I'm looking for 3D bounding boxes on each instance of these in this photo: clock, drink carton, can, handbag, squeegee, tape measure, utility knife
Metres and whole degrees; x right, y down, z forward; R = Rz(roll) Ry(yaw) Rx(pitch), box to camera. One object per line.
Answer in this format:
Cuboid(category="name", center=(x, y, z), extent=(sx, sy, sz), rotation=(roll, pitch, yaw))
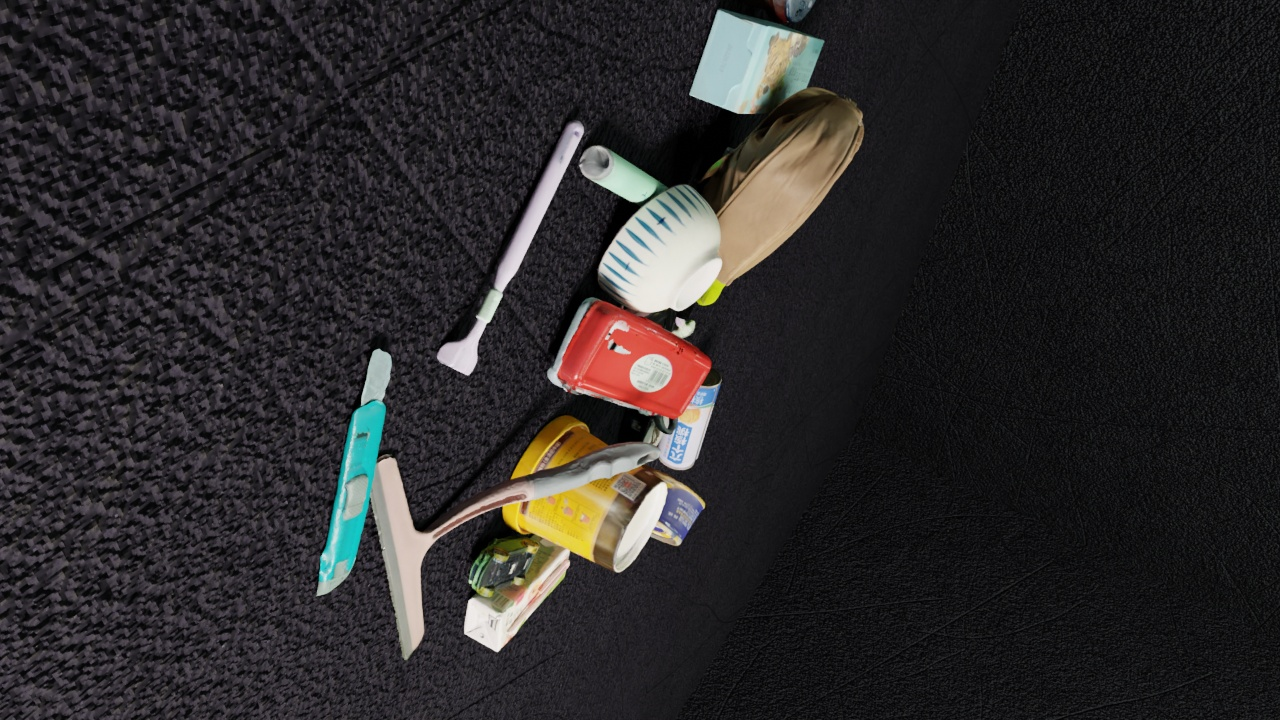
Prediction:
Cuboid(category="clock", center=(0.125, -0.333, 0.782), extent=(0.121, 0.055, 0.082), rotation=(-22, 134, -64))
Cuboid(category="drink carton", center=(-0.116, 0.221, 0.895), extent=(0.122, 0.045, 0.054), rotation=(-40, 149, -51))
Cuboid(category="can", center=(-0.003, 0.139, 0.940), extent=(0.049, 0.148, 0.074), rotation=(-56, 132, -18))
Cuboid(category="can", center=(0.059, 0.071, 1.144), extent=(0.053, 0.053, 0.135), rotation=(-39, 149, -51))
Cuboid(category="handbag", center=(0.116, -0.163, 0.858), extent=(0.147, 0.100, 0.205), rotation=(-52, -175, -30))
Cuboid(category="squeegee", center=(-0.094, 0.111, 0.742), extent=(0.249, 0.040, 0.248), rotation=(-21, 139, -26))
Cuboid(category="tape measure", center=(0.006, 0.074, 1.041), extent=(0.065, 0.033, 0.066), rotation=(-34, 146, -53))
Cuboid(category="utility knife", center=(-0.180, 0.074, 0.579), extent=(0.029, 0.013, 0.187), rotation=(-15, 130, -51))

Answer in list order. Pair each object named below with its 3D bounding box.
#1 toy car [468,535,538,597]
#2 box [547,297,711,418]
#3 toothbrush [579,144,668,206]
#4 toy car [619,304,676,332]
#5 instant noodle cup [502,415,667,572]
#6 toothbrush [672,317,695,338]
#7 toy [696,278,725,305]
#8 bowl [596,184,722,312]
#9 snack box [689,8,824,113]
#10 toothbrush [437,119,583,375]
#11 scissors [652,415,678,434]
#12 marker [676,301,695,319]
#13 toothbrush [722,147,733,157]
Cuboid(category="toy car", center=(-0.125, 0.183, 0.833), extent=(0.043, 0.036, 0.091), rotation=(-65, 162, 8))
Cuboid(category="box", center=(-0.008, 0.004, 0.827), extent=(0.086, 0.047, 0.201), rotation=(-60, 148, 5))
Cuboid(category="toothbrush", center=(0.004, -0.140, 0.763), extent=(0.027, 0.026, 0.224), rotation=(-50, 164, 12))
Cuboid(category="toy car", center=(-0.012, -0.025, 0.862), extent=(0.122, 0.037, 0.056), rotation=(-33, 140, -35))
Cuboid(category="instant noodle cup", center=(-0.047, 0.127, 0.845), extent=(0.118, 0.114, 0.119), rotation=(-51, 157, -32))
Cuboid(category="toothbrush", center=(0.028, -0.062, 0.944), extent=(0.029, 0.020, 0.189), rotation=(-30, 158, 3))
Cuboid(category="toy", center=(0.080, -0.091, 0.994), extent=(0.100, 0.031, 0.096), rotation=(117, -2, -61))
Cuboid(category="bowl", center=(0.026, -0.085, 0.783), extent=(0.116, 0.066, 0.117), rotation=(-42, 164, -15))
Cuboid(category="snack box", center=(0.109, -0.267, 0.831), extent=(0.174, 0.052, 0.074), rotation=(-27, 140, -59))
Cuboid(category="toothbrush", center=(-0.084, -0.079, 0.623), extent=(0.029, 0.021, 0.189), rotation=(29, 86, -39))
Cuboid(category="scissors", center=(0.011, 0.021, 0.966), extent=(0.159, 0.014, 0.178), rotation=(-66, 148, -45))
Cuboid(category="marker", center=(0.063, -0.103, 0.945), extent=(0.022, 0.020, 0.131), rotation=(51, 56, -53))
Cuboid(category="toothbrush", center=(0.121, -0.210, 0.992), extent=(0.187, 0.017, 0.016), rotation=(-12, 125, -67))
